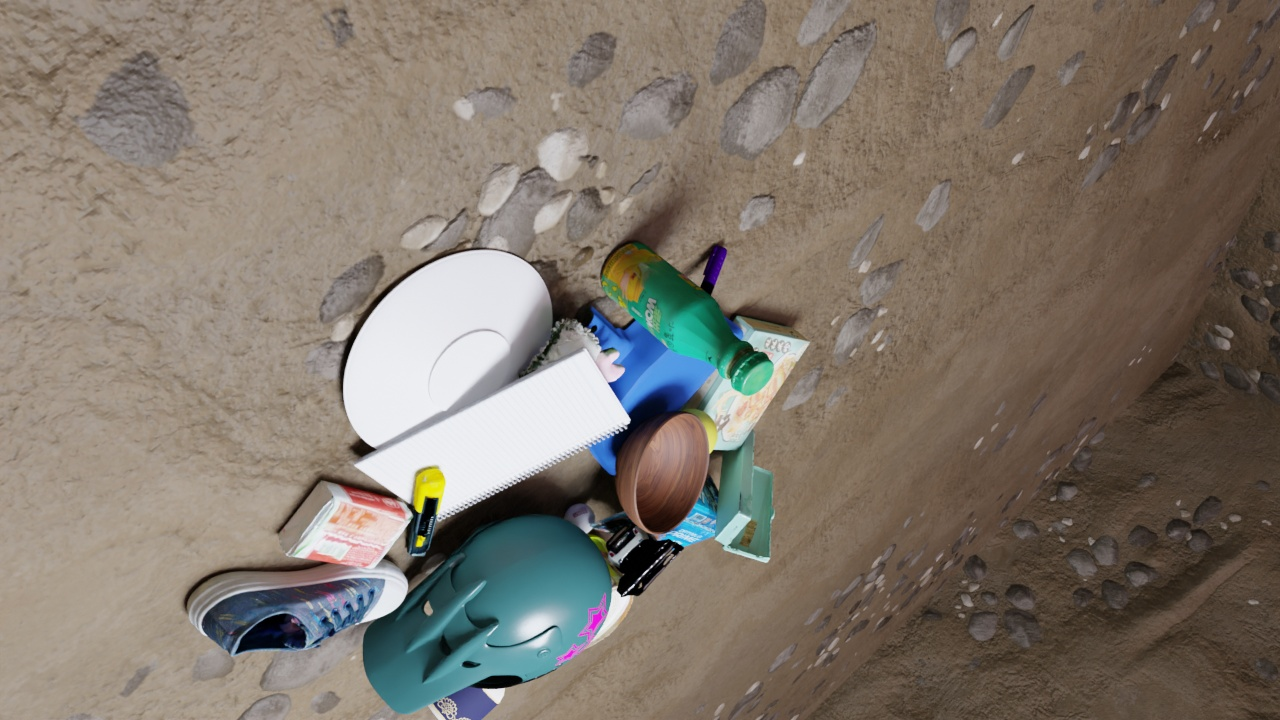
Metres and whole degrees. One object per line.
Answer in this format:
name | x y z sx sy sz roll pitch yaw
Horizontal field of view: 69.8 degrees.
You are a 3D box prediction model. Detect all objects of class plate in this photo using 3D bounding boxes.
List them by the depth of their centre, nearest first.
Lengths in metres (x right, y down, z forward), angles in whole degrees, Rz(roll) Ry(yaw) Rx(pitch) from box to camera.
plate | -0.169 0.004 0.875 0.228 0.030 0.230 -29 139 -29

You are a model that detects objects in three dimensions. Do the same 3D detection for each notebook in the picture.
notebook | -0.141 0.084 0.943 0.245 0.013 0.178 -26 150 1

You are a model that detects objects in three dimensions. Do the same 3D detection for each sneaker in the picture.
sneaker | -0.330 0.258 0.927 0.235 0.079 0.087 10 117 -52

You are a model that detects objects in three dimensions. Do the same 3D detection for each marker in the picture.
marker | 0.071 -0.075 1.038 0.018 0.015 0.133 36 63 -29

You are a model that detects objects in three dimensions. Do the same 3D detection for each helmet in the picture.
helmet | -0.168 0.293 1.067 0.275 0.176 0.200 -36 151 2

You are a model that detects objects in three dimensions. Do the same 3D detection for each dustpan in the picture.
dustpan | -0.006 0.006 1.050 0.245 0.059 0.257 -48 156 0

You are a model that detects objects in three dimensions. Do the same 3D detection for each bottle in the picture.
bottle | 0.047 -0.040 0.922 0.068 0.210 0.068 -30 143 -26

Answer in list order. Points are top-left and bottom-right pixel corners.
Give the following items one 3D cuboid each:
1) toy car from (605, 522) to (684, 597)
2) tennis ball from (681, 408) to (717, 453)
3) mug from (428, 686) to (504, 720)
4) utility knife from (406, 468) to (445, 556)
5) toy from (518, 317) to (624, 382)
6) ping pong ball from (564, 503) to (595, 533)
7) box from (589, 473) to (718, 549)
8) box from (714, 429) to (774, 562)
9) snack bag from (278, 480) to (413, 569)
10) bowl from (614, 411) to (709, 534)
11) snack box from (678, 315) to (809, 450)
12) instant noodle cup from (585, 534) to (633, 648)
toy car | -0.002 0.243 1.159 0.094 0.071 0.192 -43 165 -4
tennis ball | 0.065 0.094 1.163 0.065 0.065 0.065 -29 142 -26
mug | -0.238 0.430 1.219 0.089 0.086 0.112 -41 111 -14
utility knife | -0.230 0.169 0.977 0.028 0.020 0.173 -7 144 -24
toy | -0.068 0.006 0.943 0.108 0.041 0.096 25 115 -40
ping pong ball | -0.079 0.206 1.189 0.040 0.040 0.040 -29 142 -26
box | 0.021 0.197 1.266 0.115 0.093 0.243 -33 149 15
box | 0.163 0.192 1.303 0.077 0.093 0.187 -55 -167 33
snack bag | -0.292 0.166 0.914 0.077 0.036 0.116 -51 146 5
bowl | 0.013 0.125 1.087 0.147 0.069 0.147 -22 119 -48
snack box | 0.130 0.035 1.242 0.141 0.044 0.194 8 120 -50
instant noodle cup | -0.083 0.320 1.250 0.146 0.098 0.146 -29 142 -26
